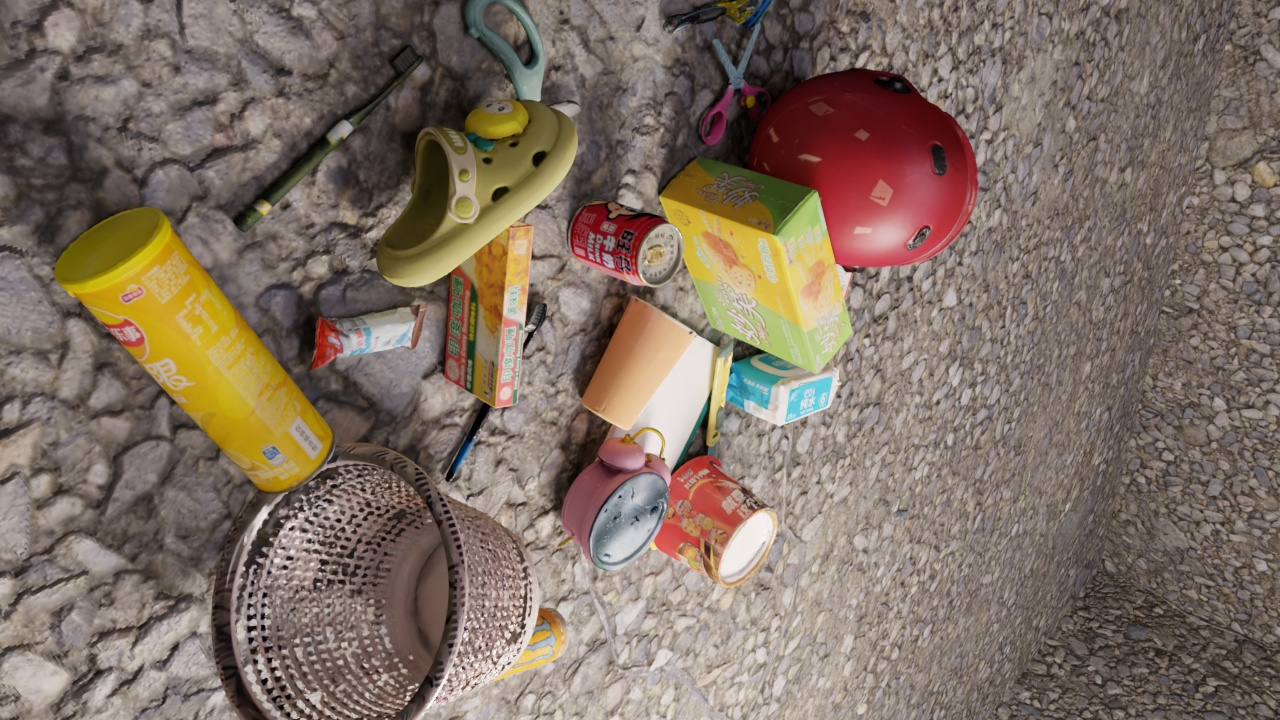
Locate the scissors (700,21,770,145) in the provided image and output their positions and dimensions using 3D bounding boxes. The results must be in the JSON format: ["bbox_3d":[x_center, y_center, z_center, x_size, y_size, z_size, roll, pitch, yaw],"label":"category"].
[{"bbox_3d":[0.096,-0.279,0.942,0.135,0.017,0.133,-54,144,-5],"label":"scissors"}]

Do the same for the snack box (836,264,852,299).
[{"bbox_3d":[0.212,-0.077,1.157,0.113,0.044,0.127,2,107,-49],"label":"snack box"}]

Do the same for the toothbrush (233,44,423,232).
[{"bbox_3d":[-0.222,-0.161,0.657,0.185,0.012,0.017,-51,133,-16],"label":"toothbrush"}]

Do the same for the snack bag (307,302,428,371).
[{"bbox_3d":[-0.215,-0.020,0.727,0.104,0.026,0.048,-10,129,-45],"label":"snack bag"}]

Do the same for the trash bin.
[{"bbox_3d":[-0.189,0.193,0.742,0.227,0.228,0.192,-63,153,-3],"label":"trash bin"}]

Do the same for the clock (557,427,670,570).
[{"bbox_3d":[-0.020,0.144,0.986,0.158,0.060,0.117,-59,142,-3],"label":"clock"}]

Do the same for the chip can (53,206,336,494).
[{"bbox_3d":[-0.289,0.001,0.620,0.072,0.072,0.213,-45,137,-22],"label":"chip can"}]

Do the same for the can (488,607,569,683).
[{"bbox_3d":[-0.145,0.298,0.947,0.145,0.058,0.058,-2,111,-48],"label":"can"}]

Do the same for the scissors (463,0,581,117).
[{"bbox_3d":[-0.122,-0.197,0.745,0.178,0.019,0.170,-50,140,-19],"label":"scissors"}]

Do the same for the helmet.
[{"bbox_3d":[0.206,-0.191,0.945,0.143,0.240,0.207,-12,121,-36],"label":"helmet"}]

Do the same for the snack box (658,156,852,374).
[{"bbox_3d":[0.124,-0.098,0.958,0.070,0.158,0.210,-46,138,-19],"label":"snack box"}]

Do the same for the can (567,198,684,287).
[{"bbox_3d":[-0.013,-0.109,0.851,0.066,0.094,0.067,-25,126,-39],"label":"can"}]

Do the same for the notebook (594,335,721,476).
[{"bbox_3d":[0.024,0.067,1.050,0.150,0.012,0.209,24,92,-52],"label":"notebook"}]

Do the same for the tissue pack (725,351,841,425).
[{"bbox_3d":[0.175,0.027,1.135,0.139,0.090,0.063,-14,120,-43],"label":"tissue pack"}]

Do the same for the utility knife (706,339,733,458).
[{"bbox_3d":[0.092,0.068,1.119,0.030,0.022,0.214,-26,139,-37],"label":"utility knife"}]

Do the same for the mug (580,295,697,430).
[{"bbox_3d":[-0.006,0.005,0.940,0.078,0.078,0.123,28,92,-51],"label":"mug"}]

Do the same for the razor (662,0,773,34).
[{"bbox_3d":[0.072,-0.334,0.885,0.142,0.022,0.043,-26,166,-36],"label":"razor"}]

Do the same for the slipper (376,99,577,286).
[{"bbox_3d":[-0.130,-0.137,0.685,0.190,0.092,0.081,-46,137,-15],"label":"slipper"}]

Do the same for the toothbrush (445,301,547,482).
[{"bbox_3d":[-0.136,0.028,0.851,0.016,0.014,0.189,32,86,-50],"label":"toothbrush"}]

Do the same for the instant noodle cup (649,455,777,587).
[{"bbox_3d":[0.092,0.198,1.110,0.137,0.109,0.138,-29,133,-35],"label":"instant noodle cup"}]

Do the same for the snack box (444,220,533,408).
[{"bbox_3d":[-0.128,-0.045,0.769,0.027,0.077,0.156,-13,119,-44],"label":"snack box"}]
